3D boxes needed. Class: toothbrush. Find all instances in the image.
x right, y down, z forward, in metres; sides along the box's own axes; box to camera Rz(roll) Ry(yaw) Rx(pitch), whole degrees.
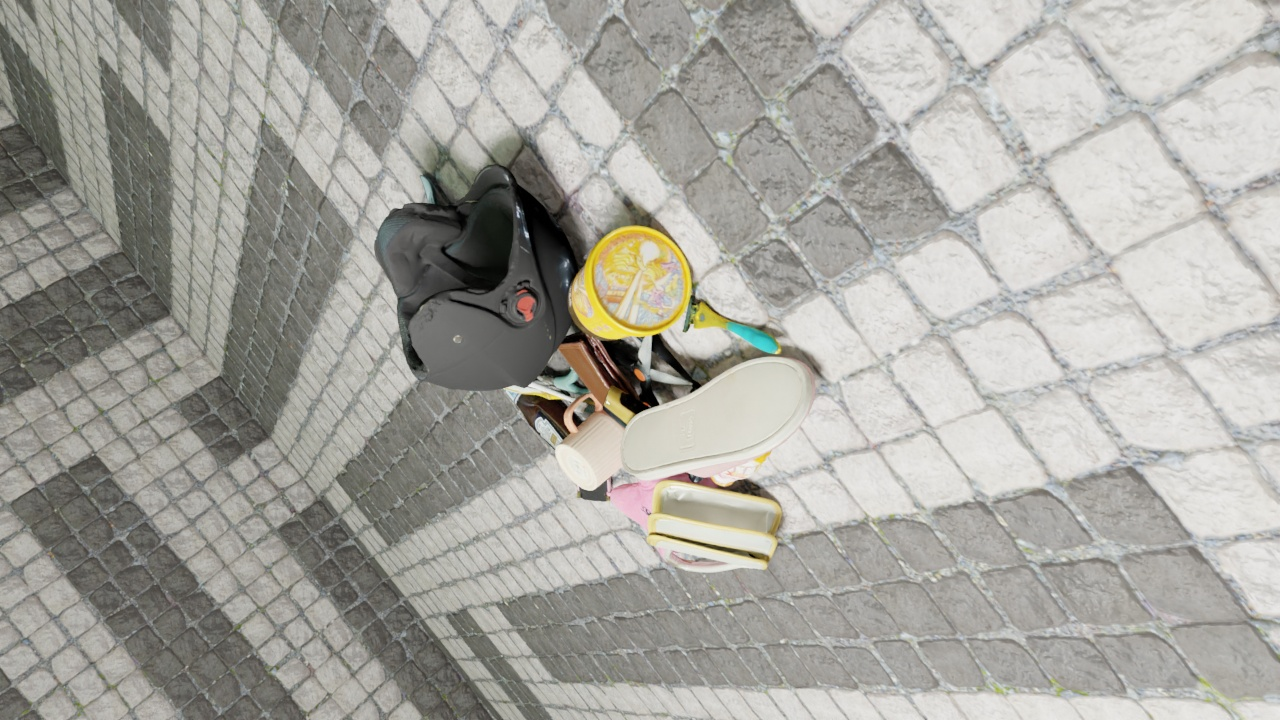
[{"bbox_3d":[-0.148,0.043,1.337,0.180,0.016,0.016,20,165,34],"label":"toothbrush"},{"bbox_3d":[-0.139,0.053,1.347,0.192,0.018,0.016,10,153,32],"label":"toothbrush"},{"bbox_3d":[0.007,-0.029,1.110,0.212,0.026,0.027,46,134,6],"label":"toothbrush"}]

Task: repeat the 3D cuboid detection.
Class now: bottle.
[{"bbox_3d":[0.113,0.111,1.085,0.063,0.063,0.109,43,148,13],"label":"bottle"},{"bbox_3d":[-0.153,0.078,1.408,0.195,0.043,0.080,43,148,14],"label":"bottle"}]

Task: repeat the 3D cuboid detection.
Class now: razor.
[{"bbox_3d":[0.100,-0.032,0.985,0.133,0.028,0.043,25,109,40],"label":"razor"},{"bbox_3d":[0.022,0.086,1.132,0.167,0.062,0.068,36,134,-18],"label":"razor"}]

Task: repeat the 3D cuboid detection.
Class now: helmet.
[{"bbox_3d":[-0.184,-0.090,1.101,0.275,0.230,0.233,-53,42,17],"label":"helmet"}]

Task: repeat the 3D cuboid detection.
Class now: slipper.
[{"bbox_3d":[0.085,0.072,1.016,0.054,0.114,0.275,22,145,-40],"label":"slipper"}]

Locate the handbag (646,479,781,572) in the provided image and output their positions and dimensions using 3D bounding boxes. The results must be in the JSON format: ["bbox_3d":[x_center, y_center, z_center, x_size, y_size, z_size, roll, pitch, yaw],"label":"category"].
[{"bbox_3d":[0.089,0.236,1.183,0.163,0.063,0.179,11,140,6],"label":"handbag"}]

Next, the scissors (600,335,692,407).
[{"bbox_3d":[0.001,0.019,1.149,0.221,0.021,0.228,29,150,41],"label":"scissors"}]

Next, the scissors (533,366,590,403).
[{"bbox_3d":[-0.141,0.005,1.302,0.170,0.019,0.172,39,154,-21],"label":"scissors"}]

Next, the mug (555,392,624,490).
[{"bbox_3d":[-0.061,0.103,1.256,0.082,0.105,0.114,-9,116,55],"label":"mug"}]

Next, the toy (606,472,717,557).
[{"bbox_3d":[0.035,0.209,1.268,0.179,0.074,0.195,11,130,27],"label":"toy"}]

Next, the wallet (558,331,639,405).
[{"bbox_3d":[-0.054,0.018,1.183,0.124,0.032,0.101,55,161,-13],"label":"wallet"}]

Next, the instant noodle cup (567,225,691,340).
[{"bbox_3d":[-0.020,-0.077,1.018,0.118,0.118,0.115,54,157,-6],"label":"instant noodle cup"}]

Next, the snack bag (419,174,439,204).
[{"bbox_3d":[-0.294,-0.164,1.322,0.191,0.038,0.110,103,156,-51],"label":"snack bag"}]

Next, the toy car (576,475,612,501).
[{"bbox_3d":[-0.071,0.181,1.403,0.056,0.037,0.123,4,147,3],"label":"toy car"}]
